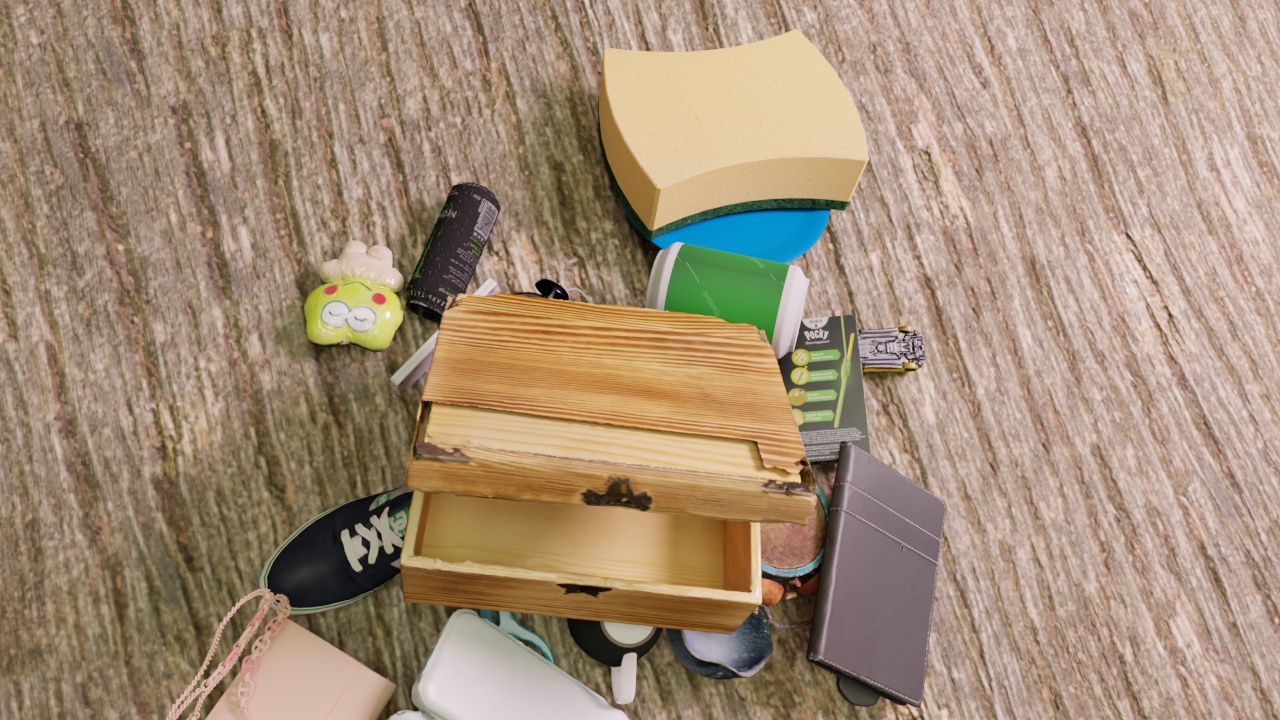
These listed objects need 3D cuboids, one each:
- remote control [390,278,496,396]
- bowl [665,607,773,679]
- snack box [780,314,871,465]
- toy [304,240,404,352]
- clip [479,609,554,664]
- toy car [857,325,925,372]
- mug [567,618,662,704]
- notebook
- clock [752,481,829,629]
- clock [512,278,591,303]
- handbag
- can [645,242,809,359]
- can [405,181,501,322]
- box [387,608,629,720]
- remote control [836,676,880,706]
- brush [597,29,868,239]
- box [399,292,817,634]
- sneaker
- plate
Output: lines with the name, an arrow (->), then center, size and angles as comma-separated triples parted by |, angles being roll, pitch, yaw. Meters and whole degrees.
remote control -> -0.187, -0.023, 0.876 | 0.011, 0.050, 0.135 | 41, 72, 1
bowl -> 0.063, 0.251, 0.844 | 0.110, 0.055, 0.110 | 24, 33, -17
snack box -> 0.186, 0.030, 0.935 | 0.080, 0.025, 0.147 | -5, 76, 9
toy -> -0.270, -0.062, 0.874 | 0.092, 0.046, 0.115 | 6, 66, -5
clip -> -0.135, 0.257, 0.829 | 0.121, 0.033, 0.119 | 42, 76, 1
toy car -> 0.250, -0.011, 0.970 | 0.107, 0.030, 0.049 | 1, 77, -6
mug -> -0.017, 0.244, 0.814 | 0.085, 0.100, 0.118 | -3, 76, -12
notebook -> 0.229, 0.204, 0.870 | 0.169, 0.030, 0.208 | 33, 63, -32
clock -> 0.122, 0.176, 0.868 | 0.121, 0.073, 0.157 | -7, 64, -24
clock -> -0.100, -0.029, 0.897 | 0.120, 0.043, 0.091 | -25, 80, -15
handbag -> -0.289, 0.297, 0.701 | 0.116, 0.187, 0.198 | 30, 67, 5
can -> 0.081, -0.056, 0.854 | 0.140, 0.088, 0.087 | 13, 73, 10
can -> -0.183, -0.107, 0.897 | 0.054, 0.054, 0.137 | 21, 73, -5
box -> -0.119, 0.331, 0.770 | 0.210, 0.084, 0.185 | 42, 67, -15
remote control -> 0.232, 0.279, 0.903 | 0.046, 0.009, 0.124 | 29, 72, -3
brush -> 0.089, -0.237, 0.943 | 0.250, 0.075, 0.194 | -10, 60, -14
box -> -0.031, 0.052, 0.734 | 0.279, 0.221, 0.258 | 7, 55, -6
sneaker -> -0.223, 0.151, 0.809 | 0.235, 0.079, 0.084 | -23, 82, -15
plate -> 0.087, -0.176, 0.966 | 0.224, 0.024, 0.223 | 3, 58, -5
